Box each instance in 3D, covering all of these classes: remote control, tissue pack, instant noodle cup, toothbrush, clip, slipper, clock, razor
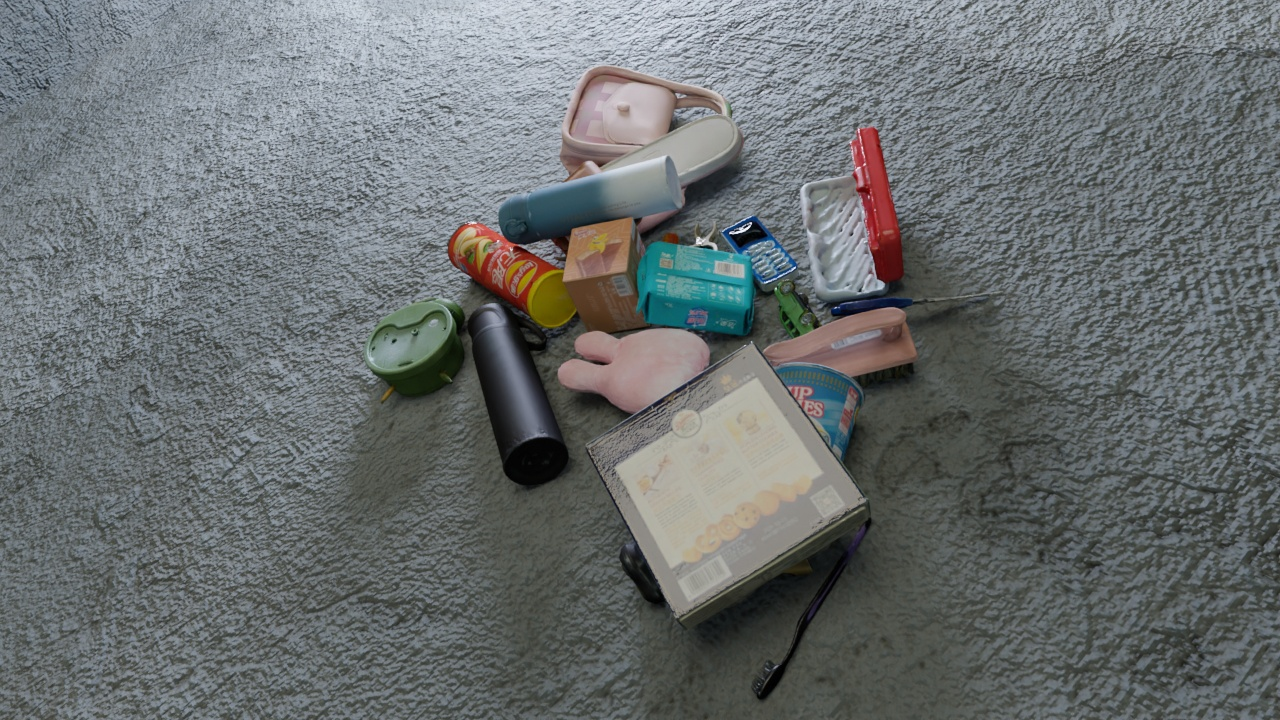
[{"bbox_3d":[0.139,-0.126,1.077,0.049,0.024,0.125,-26,46,-3],"label":"remote control"},{"bbox_3d":[0.060,-0.079,1.018,0.133,0.050,0.093,9,48,-2],"label":"tissue pack"},{"bbox_3d":[0.150,0.074,0.843,0.099,0.099,0.109,2,57,24],"label":"instant noodle cup"},{"bbox_3d":[0.147,0.204,0.774,0.017,0.014,0.188,12,53,46],"label":"toothbrush"},{"bbox_3d":[0.088,-0.130,1.098,0.087,0.035,0.104,7,44,32],"label":"clip"},{"bbox_3d":[0.011,-0.225,1.192,0.274,0.054,0.114,-31,54,6],"label":"slipper"},{"bbox_3d":[-0.273,-0.023,1.128,0.116,0.056,0.161,-15,45,8],"label":"clock"},{"bbox_3d":[0.066,0.179,0.809,0.167,0.062,0.067,-4,78,12],"label":"razor"}]

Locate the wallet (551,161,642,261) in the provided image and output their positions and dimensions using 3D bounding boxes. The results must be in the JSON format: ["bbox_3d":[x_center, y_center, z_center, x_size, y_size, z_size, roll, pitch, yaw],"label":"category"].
[{"bbox_3d":[-0.074,-0.180,1.158,0.119,0.035,0.130,-37,53,-2],"label":"wallet"}]

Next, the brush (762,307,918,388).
[{"bbox_3d":[0.195,-0.007,0.909,0.146,0.073,0.063,-15,46,11],"label":"brush"}]

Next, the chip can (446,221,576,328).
[{"bbox_3d":[-0.162,-0.112,1.145,0.073,0.073,0.217,-40,44,-16],"label":"chip can"}]

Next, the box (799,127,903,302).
[{"bbox_3d":[0.231,-0.166,1.025,0.100,0.095,0.200,-8,48,11],"label":"box"}]

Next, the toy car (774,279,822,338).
[{"bbox_3d":[0.169,-0.047,0.975,0.036,0.043,0.091,-36,49,19],"label":"toy car"}]

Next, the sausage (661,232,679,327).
[{"bbox_3d":[0.034,-0.099,1.097,0.021,0.021,0.164,-9,46,15],"label":"sausage"}]

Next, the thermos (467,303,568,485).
[{"bbox_3d":[-0.131,0.027,1.019,0.090,0.069,0.242,-8,42,-15],"label":"thermos"}]

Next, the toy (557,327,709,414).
[{"bbox_3d":[-0.006,0.006,0.990,0.160,0.054,0.121,9,46,23],"label":"toy"}]

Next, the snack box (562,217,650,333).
[{"bbox_3d":[-0.035,-0.097,1.072,0.077,0.093,0.094,-9,47,15],"label":"snack box"}]

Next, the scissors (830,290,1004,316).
[{"bbox_3d":[0.270,-0.058,0.936,0.162,0.012,0.163,-4,-1,-34],"label":"scissors"}]

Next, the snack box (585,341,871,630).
[{"bbox_3d":[0.069,0.102,0.781,0.178,0.046,0.182,-32,58,1],"label":"snack box"}]

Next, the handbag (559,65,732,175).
[{"bbox_3d":[0.013,-0.330,1.289,0.234,0.093,0.192,3,51,15],"label":"handbag"}]

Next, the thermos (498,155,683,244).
[{"bbox_3d":[-0.062,-0.186,1.095,0.221,0.070,0.070,-11,46,17],"label":"thermos"}]
